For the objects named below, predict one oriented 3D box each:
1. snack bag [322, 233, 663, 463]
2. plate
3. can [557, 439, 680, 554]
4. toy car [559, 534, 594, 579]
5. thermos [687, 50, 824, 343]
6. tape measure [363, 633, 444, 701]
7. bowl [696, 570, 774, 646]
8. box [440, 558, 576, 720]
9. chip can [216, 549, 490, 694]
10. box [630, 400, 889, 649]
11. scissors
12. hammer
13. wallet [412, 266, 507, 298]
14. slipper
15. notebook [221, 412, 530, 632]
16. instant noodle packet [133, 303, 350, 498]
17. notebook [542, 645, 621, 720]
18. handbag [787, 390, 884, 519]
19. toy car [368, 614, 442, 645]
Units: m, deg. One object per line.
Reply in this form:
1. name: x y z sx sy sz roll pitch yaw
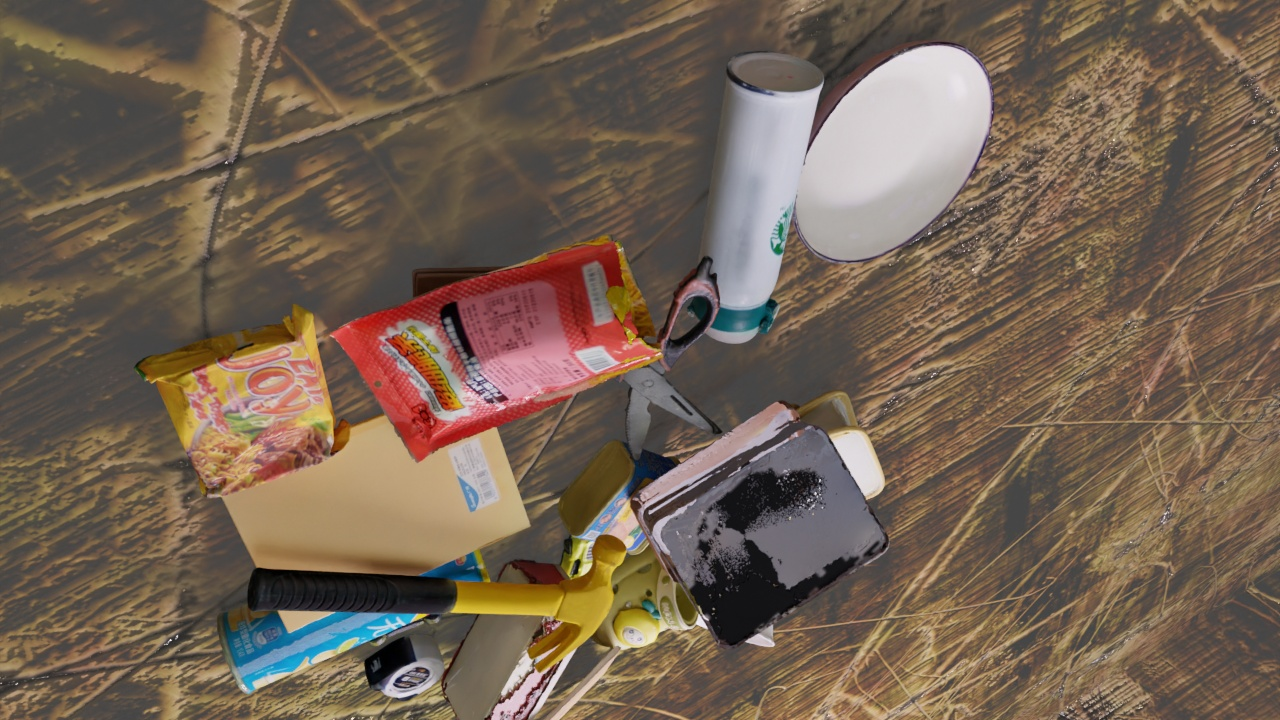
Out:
1. snack bag: -0.097 -0.009 0.637 0.208 0.073 0.129 -20 125 10
2. plate: 0.194 -0.168 0.739 0.192 0.039 0.193 -19 136 -19
3. can: -0.015 0.128 0.865 0.083 0.057 0.102 25 111 -43
4. toy car: -0.056 0.209 0.932 0.048 0.032 0.105 -9 134 -29
5. thermos: 0.084 -0.111 0.693 0.073 0.073 0.225 -15 135 -23
6. tape measure: -0.227 0.300 0.900 0.066 0.033 0.066 -32 141 0
7. bowl: 0.109 0.286 1.082 0.118 0.118 0.064 45 58 -49
8. box: -0.128 0.283 0.892 0.078 0.091 0.168 16 108 -44
9. chip can: -0.236 0.202 0.772 0.210 0.071 0.071 -21 137 -17
10. box: 0.094 0.140 0.842 0.182 0.150 0.166 -31 -178 -5
11. scissors: -0.002 0.002 0.739 0.189 0.015 0.226 8 129 -14
12. hammer: -0.156 0.192 0.743 0.300 0.033 0.129 12 107 -31
13. wallet: -0.107 -0.024 0.671 0.115 0.020 0.101 -3 130 -14
14. slipper: 0.026 0.245 0.974 0.190 0.081 0.091 -35 118 -2
15. notebook: -0.201 0.113 0.718 0.206 0.010 0.146 -22 115 -16
16. instant noodle packet: -0.259 0.030 0.615 0.110 0.044 0.129 -22 137 -22
17. notebook: -0.084 0.381 1.005 0.147 0.008 0.208 -41 165 -22
18. handbag: 0.158 0.115 0.979 0.179 0.063 0.163 -24 140 9
19. toy car: -0.217 0.224 0.832 0.091 0.036 0.043 -20 138 -20
